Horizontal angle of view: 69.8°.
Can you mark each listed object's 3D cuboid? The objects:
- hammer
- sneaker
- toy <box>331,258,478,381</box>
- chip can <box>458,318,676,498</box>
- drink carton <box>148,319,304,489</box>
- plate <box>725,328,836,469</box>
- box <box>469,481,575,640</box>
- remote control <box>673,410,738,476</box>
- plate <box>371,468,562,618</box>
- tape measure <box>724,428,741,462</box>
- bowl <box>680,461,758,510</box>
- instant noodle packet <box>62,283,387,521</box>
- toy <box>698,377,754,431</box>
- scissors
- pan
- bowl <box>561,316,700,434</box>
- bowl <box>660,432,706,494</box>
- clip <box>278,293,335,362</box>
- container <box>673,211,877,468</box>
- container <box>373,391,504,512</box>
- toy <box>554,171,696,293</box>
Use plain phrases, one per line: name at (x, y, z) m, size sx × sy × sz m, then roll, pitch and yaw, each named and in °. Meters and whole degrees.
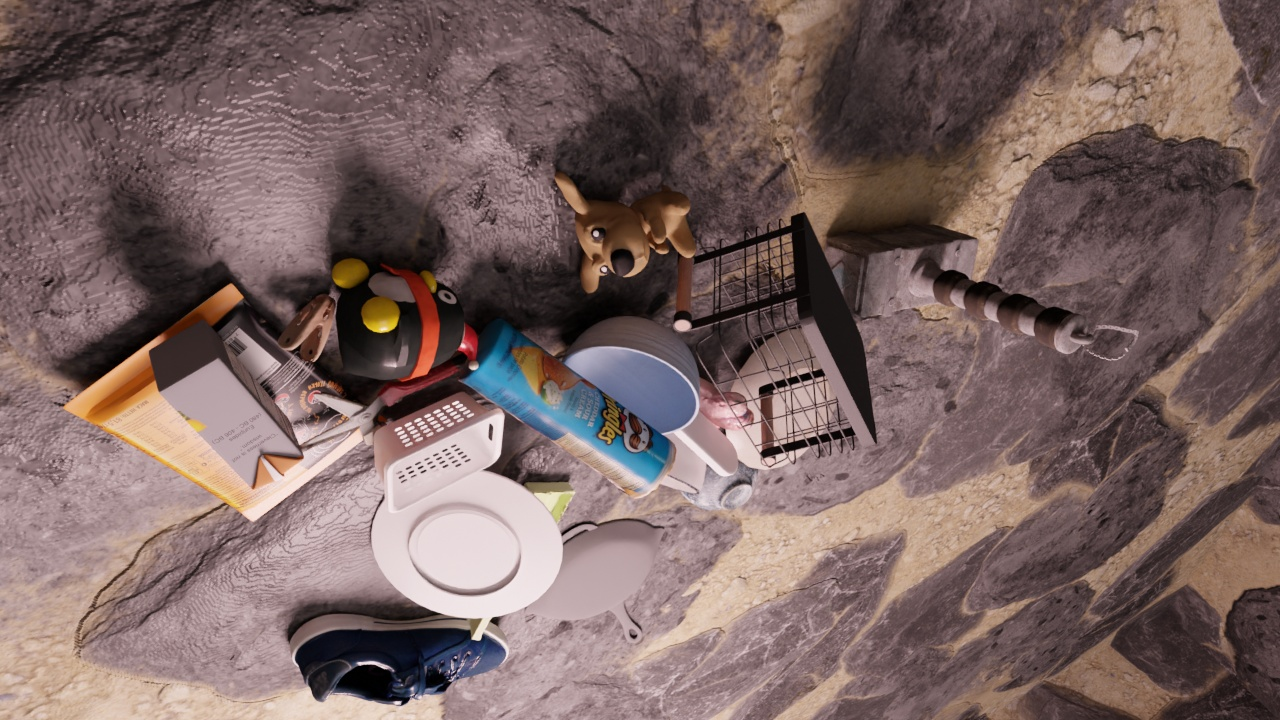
hammer at (0.353, -0.066, 0.965) m, size 0.176 × 0.326 × 0.080 m, roll -10°, pitch 116°, yaw -27°
sneaker at (-0.267, 0.376, 1.106) m, size 0.294 × 0.127 × 0.121 m, roll 17°, pitch 118°, yaw -46°
toy at (-0.200, -0.032, 0.789) m, size 0.119 × 0.097 × 0.100 m, roll -10°, pitch 134°, yaw -40°
chip can at (-0.071, 0.051, 0.909) m, size 0.229 × 0.079 × 0.080 m, roll 37°, pitch 103°, yaw -25°
drink carton at (-0.327, 0.037, 0.730) m, size 0.048 × 0.076 × 0.125 m, roll -33°, pitch 135°, yaw -12°
plate at (0.187, 0.054, 1.142) m, size 0.188 × 0.027 × 0.189 m, roll -14°, pitch 116°, yaw -30°
box at (-0.154, 0.230, 1.095) m, size 0.188 × 0.064 × 0.130 m, roll -61°, pitch 176°, yaw 28°
remote control at (0.070, 0.085, 1.031) m, size 0.013 × 0.043 × 0.136 m, roll -16°, pitch 135°, yaw 35°
plate at (-0.190, 0.206, 0.999) m, size 0.208 × 0.015 × 0.209 m, roll 0°, pitch 118°, yaw 0°
tape measure at (0.139, 0.092, 1.168) m, size 0.062 × 0.038 × 0.067 m, roll -18°, pitch 109°, yaw -35°
bowl at (0.113, 0.161, 1.213) m, size 0.114 × 0.060 × 0.115 m, roll -20°, pitch 138°, yaw -19°
instant noodle packet at (-0.349, 0.048, 0.804) m, size 0.160 × 0.032 × 0.221 m, roll -37°, pitch 140°, yaw -3°
toy at (0.079, 0.054, 1.064) m, size 0.053 × 0.105 × 0.108 m, roll -66°, pitch 150°, yaw -25°
scissors at (-0.234, 0.056, 0.884) m, size 0.198 × 0.015 × 0.180 m, roll -31°, pitch 149°, yaw -25°
pan at (-0.043, 0.332, 1.294) m, size 0.216 × 0.024 × 0.355 m, roll -30°, pitch 139°, yaw -8°
bowl at (-0.006, 0.006, 0.949) m, size 0.150 × 0.074 × 0.151 m, roll 11°, pitch 143°, yaw 8°
bowl at (0.025, 0.104, 1.064) m, size 0.116 × 0.116 × 0.065 m, roll 36°, pitch 70°, yaw -48°
clip at (-0.282, -0.030, 0.772) m, size 0.041 × 0.024 × 0.060 m, roll 23°, pitch 85°, yaw -58°
container at (0.143, -0.014, 0.947) m, size 0.130 × 0.162 × 0.241 m, roll -16°, pitch 132°, yaw 22°
container at (-0.201, 0.084, 0.893) m, size 0.129 × 0.049 × 0.081 m, roll -26°, pitch 146°, yaw -33°
toy at (-0.009, -0.121, 0.839) m, size 0.108 × 0.105 × 0.134 m, roll -17°, pitch 133°, yaw -5°
